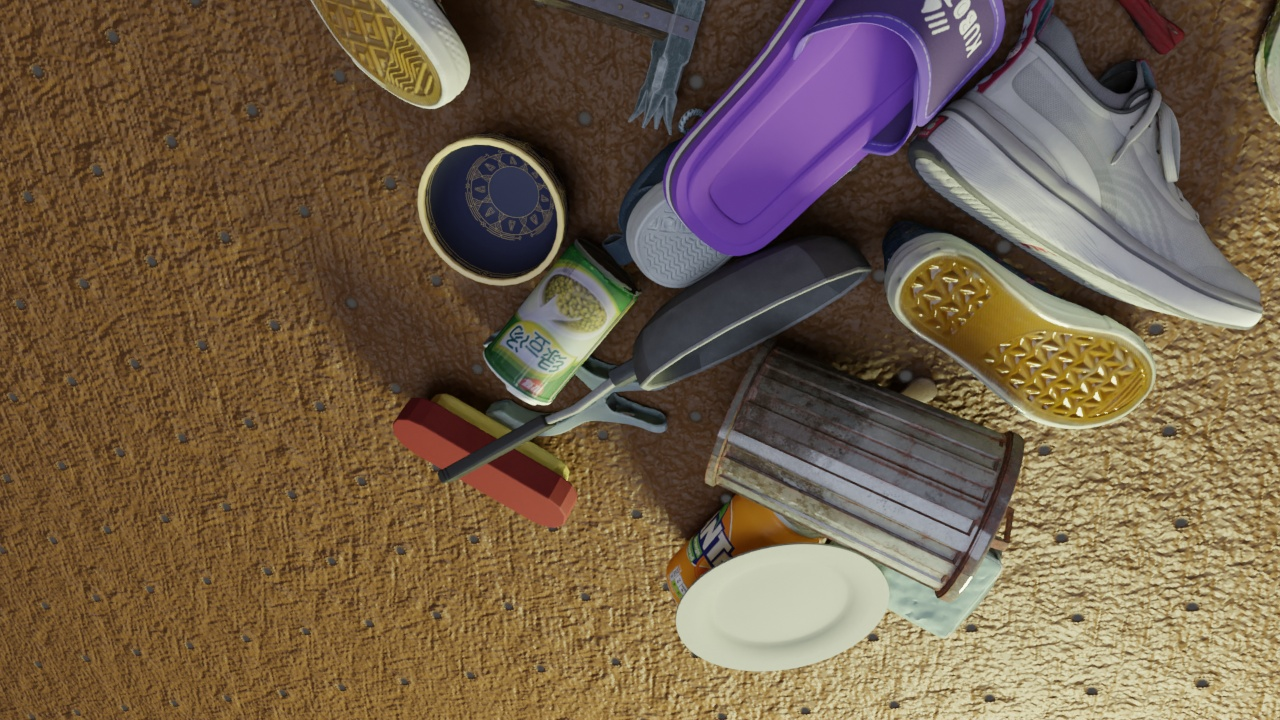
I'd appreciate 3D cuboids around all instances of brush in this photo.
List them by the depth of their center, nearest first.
[{"bbox_3d":[0.182,0.056,0.746,0.050,0.015,0.136,46,119,-11],"label":"brush"},{"bbox_3d":[-0.133,0.085,0.814,0.173,0.041,0.082,31,152,-3],"label":"brush"}]

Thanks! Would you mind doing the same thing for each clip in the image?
[{"bbox_3d":[-0.057,-0.001,0.770,0.172,0.029,0.141,0,119,14],"label":"clip"}]

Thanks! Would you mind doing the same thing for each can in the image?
[{"bbox_3d":[-0.062,-0.029,0.713,0.067,0.067,0.121,39,103,-8],"label":"can"},{"bbox_3d":[0.090,0.164,0.792,0.079,0.078,0.143,36,121,-6],"label":"can"}]

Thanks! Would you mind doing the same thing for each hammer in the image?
[{"bbox_3d":[-0.099,-0.243,0.544,0.316,0.028,0.147,6,110,-31],"label":"hammer"}]

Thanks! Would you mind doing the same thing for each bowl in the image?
[{"bbox_3d":[-0.104,-0.120,0.695,0.112,0.061,0.113,6,120,11],"label":"bowl"}]

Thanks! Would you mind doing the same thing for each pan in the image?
[{"bbox_3d":[-0.004,0.004,0.667,0.358,0.178,0.041,-29,82,16],"label":"pan"}]

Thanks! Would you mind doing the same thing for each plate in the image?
[{"bbox_3d":[0.118,0.206,0.768,0.178,0.012,0.179,-3,130,-3],"label":"plate"}]

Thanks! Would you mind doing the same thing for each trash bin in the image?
[{"bbox_3d":[0.169,0.080,0.678,0.211,0.130,0.131,24,122,14],"label":"trash bin"}]

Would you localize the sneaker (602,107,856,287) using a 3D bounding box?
[{"bbox_3d":[0.073,-0.144,0.624,0.235,0.087,0.089,-41,119,4],"label":"sneaker"}]

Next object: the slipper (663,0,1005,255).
[{"bbox_3d":[0.130,-0.165,0.531,0.107,0.084,0.267,39,99,-28],"label":"slipper"}]

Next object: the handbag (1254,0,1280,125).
[{"bbox_3d":[0.464,-0.182,0.503,0.200,0.092,0.201,21,122,13],"label":"handbag"}]

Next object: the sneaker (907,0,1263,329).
[{"bbox_3d":[0.306,-0.114,0.584,0.263,0.096,0.129,29,100,-13],"label":"sneaker"}]

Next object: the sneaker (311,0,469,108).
[{"bbox_3d":[-0.178,-0.276,0.614,0.241,0.087,0.118,53,152,5],"label":"sneaker"}]

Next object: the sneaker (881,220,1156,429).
[{"bbox_3d":[0.258,-0.026,0.649,0.235,0.079,0.088,25,115,-21],"label":"sneaker"}]

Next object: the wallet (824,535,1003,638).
[{"bbox_3d":[0.226,0.162,0.773,0.131,0.054,0.101,28,114,1],"label":"wallet"}]

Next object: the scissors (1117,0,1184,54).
[{"bbox_3d":[0.281,-0.267,0.542,0.180,0.015,0.193,-14,114,22],"label":"scissors"}]
